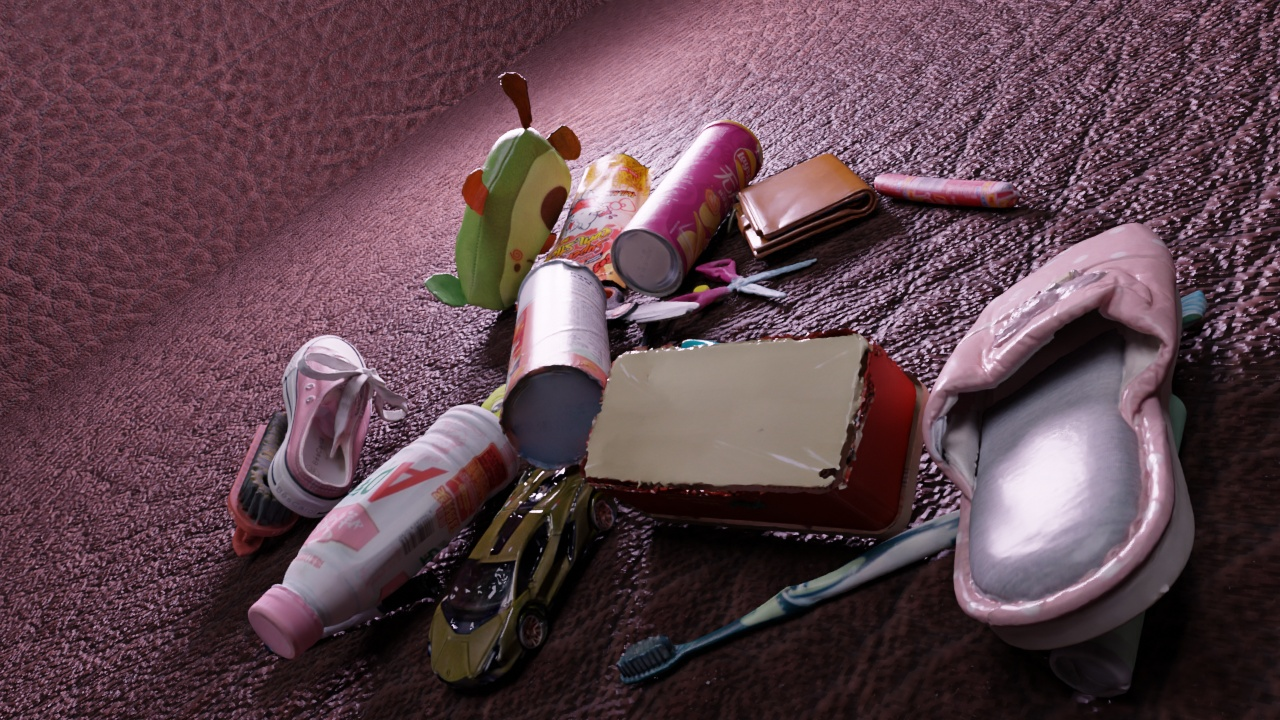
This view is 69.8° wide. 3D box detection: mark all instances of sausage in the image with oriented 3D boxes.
[{"bbox_3d":[0.222,-0.126,0.680,0.020,0.020,0.156,-37,25,-13],"label":"sausage"}]

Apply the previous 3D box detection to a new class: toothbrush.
[{"bbox_3d":[0.207,0.040,0.379,0.027,0.026,0.223,-35,13,51],"label":"toothbrush"},{"bbox_3d":[-0.004,0.004,0.694,0.018,0.015,0.180,-27,24,22],"label":"toothbrush"},{"bbox_3d":[0.073,0.104,0.417,0.192,0.018,0.016,-27,25,8],"label":"toothbrush"}]

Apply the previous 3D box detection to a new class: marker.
[{"bbox_3d":[-0.189,0.164,0.593,0.131,0.018,0.022,-23,-12,14],"label":"marker"}]

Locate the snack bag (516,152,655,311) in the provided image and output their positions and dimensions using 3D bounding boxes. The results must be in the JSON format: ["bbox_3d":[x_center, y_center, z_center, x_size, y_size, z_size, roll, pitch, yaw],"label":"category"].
[{"bbox_3d":[-0.049,-0.127,0.949,0.129,0.073,0.207,-15,36,29],"label":"snack bag"}]

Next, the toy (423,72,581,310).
[{"bbox_3d":[-0.132,-0.162,0.969,0.090,0.227,0.246,16,84,22],"label":"toy"}]

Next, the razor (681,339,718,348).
[{"bbox_3d":[0.073,0.001,0.598,0.133,0.028,0.043,13,80,53],"label":"razor"}]

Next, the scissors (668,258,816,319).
[{"bbox_3d":[0.076,-0.063,0.734,0.133,0.017,0.125,-17,24,18],"label":"scissors"}]

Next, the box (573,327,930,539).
[{"bbox_3d":[0.049,0.033,0.471,0.169,0.079,0.091,-5,61,43],"label":"box"}]

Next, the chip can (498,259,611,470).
[{"bbox_3d":[-0.054,-0.006,0.628,0.071,0.071,0.214,-28,22,7],"label":"chip can"}]

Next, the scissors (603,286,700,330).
[{"bbox_3d":[-0.011,-0.048,0.763,0.236,0.022,0.136,-16,25,42],"label":"scissors"}]

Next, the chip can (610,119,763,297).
[{"bbox_3d":[0.047,-0.144,0.850,0.072,0.071,0.209,-10,32,37],"label":"chip can"}]

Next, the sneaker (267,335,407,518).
[{"bbox_3d":[-0.268,0.037,0.821,0.088,0.118,0.240,-44,28,14],"label":"sneaker"}]

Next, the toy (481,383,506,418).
[{"bbox_3d":[-0.081,0.026,0.719,0.100,0.031,0.096,-22,22,9],"label":"toy"}]

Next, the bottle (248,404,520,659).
[{"bbox_3d":[-0.159,0.106,0.586,0.068,0.068,0.196,-8,26,40],"label":"bottle"}]

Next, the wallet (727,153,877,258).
[{"bbox_3d":[0.127,-0.133,0.780,0.119,0.035,0.130,-26,24,10],"label":"wallet"}]

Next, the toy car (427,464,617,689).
[{"bbox_3d":[-0.068,0.116,0.528,0.070,0.042,0.157,-12,33,36],"label":"toy car"}]

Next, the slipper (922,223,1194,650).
[{"bbox_3d":[0.176,0.008,0.394,0.114,0.054,0.273,-35,12,39],"label":"slipper"}]

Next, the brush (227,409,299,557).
[{"bbox_3d":[-0.323,0.110,0.806,0.069,0.063,0.145,-57,20,18],"label":"brush"}]
